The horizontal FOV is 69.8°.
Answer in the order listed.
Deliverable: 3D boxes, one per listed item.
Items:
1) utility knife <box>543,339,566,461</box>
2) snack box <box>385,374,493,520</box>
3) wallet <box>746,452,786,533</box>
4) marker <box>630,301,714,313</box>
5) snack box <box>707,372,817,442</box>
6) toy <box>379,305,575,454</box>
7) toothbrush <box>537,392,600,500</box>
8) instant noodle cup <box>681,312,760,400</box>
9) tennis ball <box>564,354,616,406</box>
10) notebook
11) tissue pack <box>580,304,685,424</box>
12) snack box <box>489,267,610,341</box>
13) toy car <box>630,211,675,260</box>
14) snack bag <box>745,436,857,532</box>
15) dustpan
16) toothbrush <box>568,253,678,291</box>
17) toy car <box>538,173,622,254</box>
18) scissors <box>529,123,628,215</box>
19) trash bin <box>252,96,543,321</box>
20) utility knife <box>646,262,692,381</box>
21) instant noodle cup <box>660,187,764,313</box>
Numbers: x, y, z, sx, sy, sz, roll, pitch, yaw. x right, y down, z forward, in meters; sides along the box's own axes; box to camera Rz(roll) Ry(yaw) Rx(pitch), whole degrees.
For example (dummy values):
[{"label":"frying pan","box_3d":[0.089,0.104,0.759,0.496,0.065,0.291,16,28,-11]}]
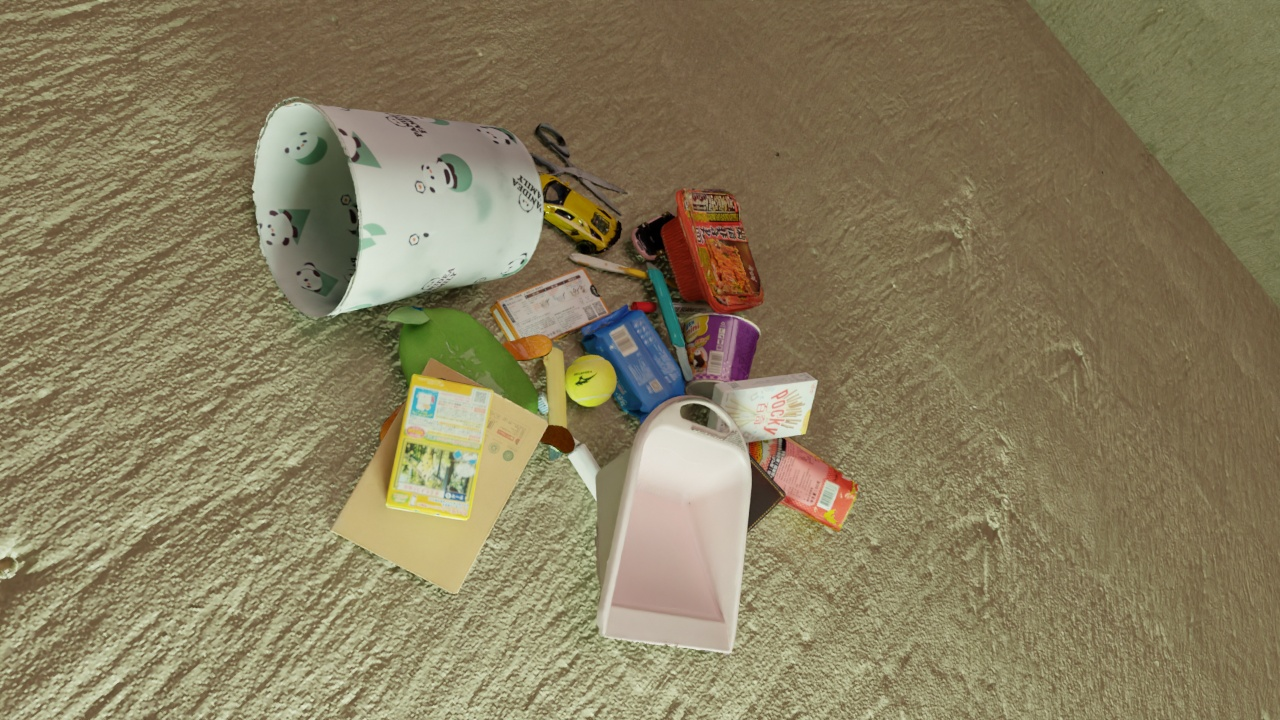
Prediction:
[{"label":"utility knife","box_3d":[-0.104,0.046,1.119,0.031,0.018,0.164,12,54,-30]},{"label":"snack box","box_3d":[-0.209,0.091,0.959,0.087,0.034,0.140,11,76,-11]},{"label":"wallet","box_3d":[0.118,0.165,1.203,0.096,0.020,0.122,-43,96,-1]},{"label":"marker","box_3d":[0.050,-0.076,1.322,0.145,0.017,0.017,-1,67,-35]},{"label":"snack box","box_3d":[0.164,0.066,1.239,0.156,0.085,0.027,-5,27,-28]},{"label":"toy","box_3d":[-0.190,0.037,1.045,0.226,0.090,0.246,-32,85,-26]},{"label":"toothbrush","box_3d":[-0.064,0.133,1.123,0.221,0.026,0.026,57,13,4]},{"label":"instant noodle cup","box_3d":[0.106,0.001,1.267,0.111,0.112,0.099,20,65,-25]},{"label":"tennis ball","box_3d":[-0.063,0.025,1.156,0.065,0.066,0.065,16,58,-27]},{"label":"notebook","box_3d":[-0.210,0.121,0.975,0.148,0.008,0.207,29,75,-7]},{"label":"tissue pack","box_3d":[-0.007,0.007,1.214,0.094,0.052,0.157,-29,85,-39]},{"label":"snack box","box_3d":[-0.115,-0.065,1.195,0.153,0.026,0.075,-27,83,-40]},{"label":"toy car","box_3d":[0.025,-0.182,1.351,0.056,0.037,0.122,58,36,-4]},{"label":"snack bag","box_3d":[0.198,0.151,1.275,0.208,0.073,0.128,29,46,-9]},{"label":"dustpan","box_3d":[0.055,0.187,1.070,0.222,0.139,0.273,20,46,-42]},{"label":"toothbrush","box_3d":[-0.016,-0.124,1.305,0.191,0.018,0.016,12,56,-27]},{"label":"toy car","box_3d":[-0.098,-0.207,1.275,0.156,0.041,0.071,33,51,-14]},{"label":"scissors","box_3d":[-0.096,-0.276,1.332,0.159,0.014,0.174,-20,79,-40]},{"label":"trash bin","box_3d":[-0.263,-0.174,1.031,0.251,0.230,0.229,-14,74,-45]},{"label":"utility knife","box_3d":[0.040,-0.055,1.265,0.029,0.013,0.205,11,48,-36]},{"label":"instant noodle cup","box_3d":[0.101,-0.153,1.333,0.164,0.079,0.188,-12,83,-56]}]
